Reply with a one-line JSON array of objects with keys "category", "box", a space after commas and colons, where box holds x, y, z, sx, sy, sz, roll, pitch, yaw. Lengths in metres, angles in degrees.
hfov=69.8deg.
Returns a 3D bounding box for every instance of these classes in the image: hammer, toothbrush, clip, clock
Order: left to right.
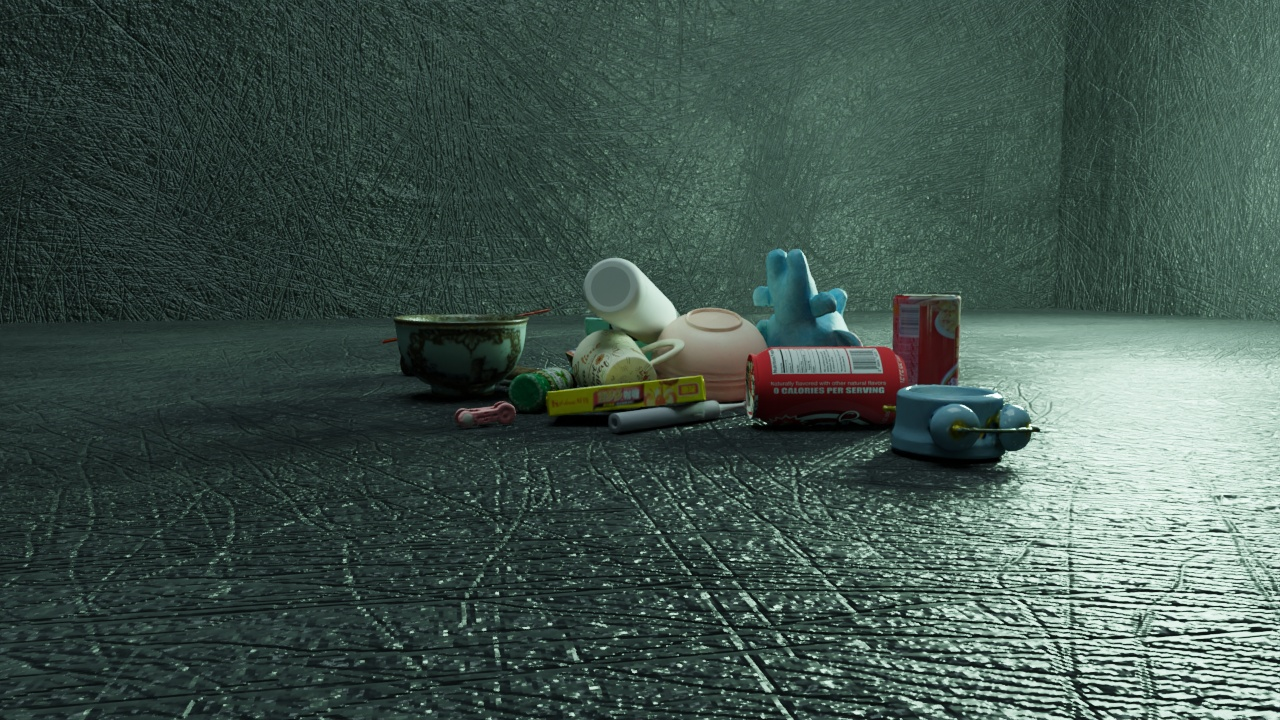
[{"category": "clip", "box": [-0.152, 0.053, 0.885, 0.060, 0.023, 0.044, -13, 15, -42]}, {"category": "hammer", "box": [-0.192, 0.013, 1.237, 0.119, 0.033, 0.331, -4, 7, -42]}, {"category": "toothbrush", "box": [0.048, 0.051, 0.892, 0.187, 0.018, 0.019, -5, 1, -40]}, {"category": "clock", "box": [0.253, 0.050, 0.727, 0.088, 0.051, 0.124, 0, 5, -19]}]

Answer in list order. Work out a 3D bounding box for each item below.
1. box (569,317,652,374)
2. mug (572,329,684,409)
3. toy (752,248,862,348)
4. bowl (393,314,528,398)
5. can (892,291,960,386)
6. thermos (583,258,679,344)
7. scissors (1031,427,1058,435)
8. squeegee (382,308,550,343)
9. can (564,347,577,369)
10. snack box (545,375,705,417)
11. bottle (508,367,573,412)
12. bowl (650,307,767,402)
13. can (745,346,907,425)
[{"category": "box", "box": [0.003, -0.017, 1.221, 0.189, 0.091, 0.077, 3, 5, 25]}, {"category": "mug", "box": [-0.006, 0.006, 1.013, 0.122, 0.081, 0.097, -23, 19, -12]}, {"category": "toy", "box": [0.199, -0.050, 1.098, 0.114, 0.181, 0.184, -21, 17, -28]}, {"category": "bowl", "box": [-0.212, -0.005, 1.094, 0.160, 0.094, 0.160, 0, 6, 0]}, {"category": "can", "box": [0.294, -0.009, 0.948, 0.067, 0.124, 0.066, -1, 6, 0]}, {"category": "thermos", "box": [-0.019, -0.062, 1.092, 0.101, 0.068, 0.230, -2, -9, 14]}, {"category": "scissors", "box": [0.311, 0.059, 0.846, 0.116, 0.014, 0.130, 0, 8, -33]}, {"category": "squeegee", "box": [-0.245, -0.034, 1.281, 0.249, 0.055, 0.185, -11, 5, -6]}, {"category": "can", "box": [-0.051, 0.004, 1.126, 0.059, 0.054, 0.100, -25, 12, -10]}, {"category": "snack box", "box": [-0.013, 0.035, 0.907, 0.152, 0.025, 0.075, -6, -2, 3]}, {"category": "bottle", "box": [-0.106, 0.031, 1.003, 0.043, 0.042, 0.109, 1, 5, 15]}, {"category": "bowl", "box": [0.085, -0.016, 1.081, 0.153, 0.076, 0.152, 2, 23, -1]}, {"category": "can", "box": [0.175, 0.024, 0.871, 0.142, 0.074, 0.074, 0, 6, -1]}]
